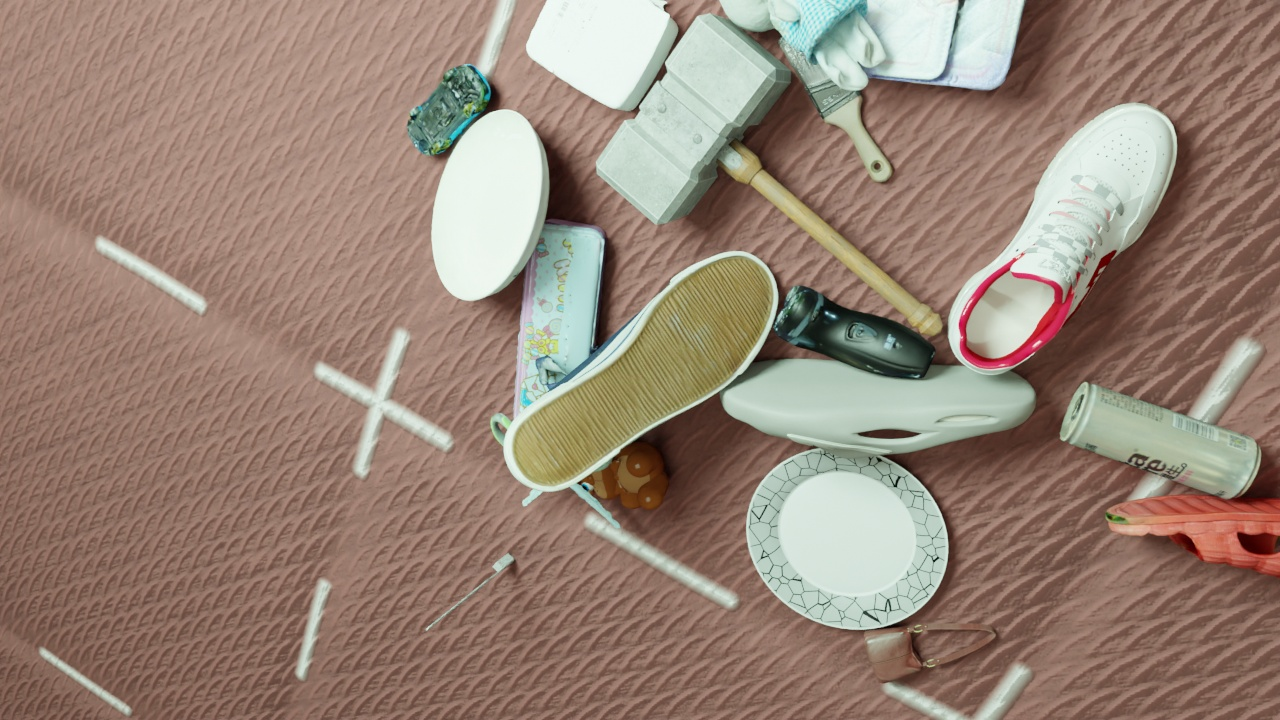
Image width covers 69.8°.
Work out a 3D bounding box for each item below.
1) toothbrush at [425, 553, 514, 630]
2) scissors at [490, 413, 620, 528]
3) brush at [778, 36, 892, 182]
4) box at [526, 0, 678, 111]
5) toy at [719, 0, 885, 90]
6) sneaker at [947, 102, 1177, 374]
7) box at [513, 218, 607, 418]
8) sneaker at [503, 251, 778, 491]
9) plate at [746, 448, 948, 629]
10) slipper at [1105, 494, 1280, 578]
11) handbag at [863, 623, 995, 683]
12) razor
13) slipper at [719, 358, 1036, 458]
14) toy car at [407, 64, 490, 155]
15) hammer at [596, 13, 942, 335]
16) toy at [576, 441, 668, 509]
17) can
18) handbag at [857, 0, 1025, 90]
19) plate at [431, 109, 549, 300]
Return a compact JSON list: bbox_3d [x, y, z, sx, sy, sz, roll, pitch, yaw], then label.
[{"bbox_3d":[-0.177,0.238,0.955,0.010,0.181,0.010,43,110,8],"label":"toothbrush"},{"bbox_3d":[-0.082,0.111,0.919,0.171,0.021,0.173,40,132,-5],"label":"scissors"},{"bbox_3d":[0.171,-0.218,0.783,0.039,0.012,0.151,-29,94,25],"label":"brush"},{"bbox_3d":[-0.028,-0.291,0.827,0.107,0.091,0.102,33,106,4],"label":"box"},{"bbox_3d":[0.121,-0.296,0.740,0.205,0.130,0.106,55,160,10],"label":"toy"},{"bbox_3d":[0.327,-0.086,0.712,0.090,0.104,0.237,38,114,7],"label":"sneaker"},{"bbox_3d":[-0.079,-0.030,0.913,0.078,0.065,0.214,8,109,4],"label":"box"},{"bbox_3d":[-0.005,0.005,0.847,0.294,0.127,0.120,-38,95,-8],"label":"sneaker"},{"bbox_3d":[0.197,0.170,0.884,0.189,0.016,0.189,6,107,19],"label":"plate"},{"bbox_3d":[0.502,0.141,0.714,0.249,0.103,0.059,-1,90,19],"label":"slipper"},{"bbox_3d":[0.280,0.274,0.881,0.120,0.029,0.055,-19,100,19],"label":"handbag"},{"bbox_3d":[0.185,-0.024,0.799,0.141,0.063,0.053,22,81,27],"label":"razor"},{"bbox_3d":[0.203,0.053,0.809,0.266,0.112,0.081,-1,116,15],"label":"slipper"},{"bbox_3d":[-0.187,-0.246,0.900,0.106,0.032,0.048,-37,91,31],"label":"toy car"},{"bbox_3d":[0.133,-0.129,0.785,0.317,0.082,0.163,42,115,5],"label":"hammer"},{"bbox_3d":[-0.034,0.111,0.931,0.128,0.065,0.095,-3,112,27],"label":"toy"},{"bbox_3d":[0.422,0.065,0.748,0.136,0.054,0.054,20,111,14],"label":"can"},{"bbox_3d":[0.235,-0.295,0.709,0.126,0.069,0.159,15,112,18],"label":"handbag"},{"bbox_3d":[-0.138,-0.144,0.875,0.183,0.034,0.182,-12,74,46],"label":"plate"}]
